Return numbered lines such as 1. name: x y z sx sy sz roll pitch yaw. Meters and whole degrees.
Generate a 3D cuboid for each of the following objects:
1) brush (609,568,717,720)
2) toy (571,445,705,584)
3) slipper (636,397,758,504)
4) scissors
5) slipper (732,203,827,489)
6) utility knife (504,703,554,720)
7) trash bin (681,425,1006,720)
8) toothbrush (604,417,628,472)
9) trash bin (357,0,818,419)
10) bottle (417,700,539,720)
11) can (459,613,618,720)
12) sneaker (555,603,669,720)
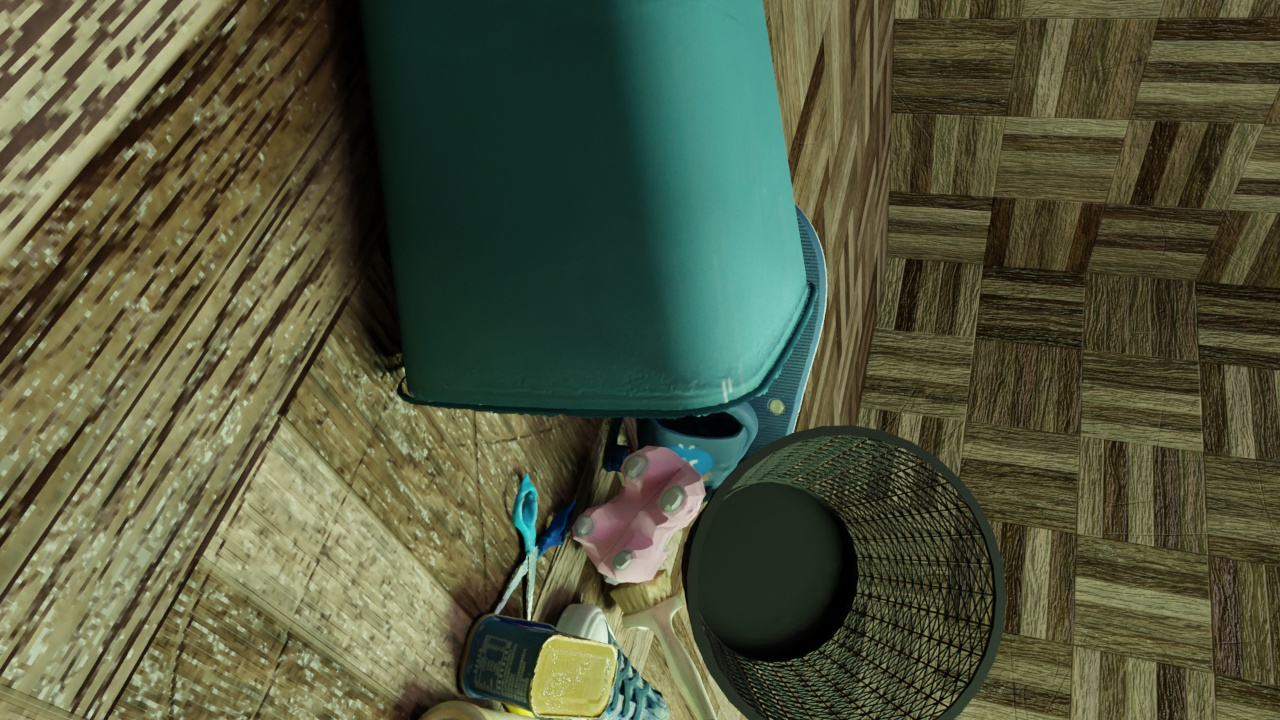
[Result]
1. brush: 0.033 0.248 0.736 0.077 0.062 0.272 59 -5 -23
2. toy: 0.001 0.132 0.744 0.123 0.067 0.157 -50 163 -2
3. slipper: 0.044 0.084 0.799 0.214 0.104 0.059 96 0 -57
4. scissors: -0.073 0.134 0.653 0.133 0.014 0.127 -35 131 -66
5. slipper: 0.110 -0.016 0.856 0.060 0.118 0.295 -39 136 -63
6. utility knife: -0.072 0.295 0.712 0.203 0.020 0.028 79 28 -45
7. trash bin: 0.128 0.172 0.731 0.243 0.217 0.216 116 -15 -79
8. toothbrush: -0.005 0.005 0.799 0.016 0.017 0.189 50 50 -72
9. trash bin: -0.024 -0.111 0.453 0.198 0.197 0.219 -51 137 -59
10. bottle: -0.089 0.252 0.583 0.162 0.056 0.056 59 42 -62
11. can: -0.063 0.202 0.602 0.099 0.059 0.054 34 64 -54
12. sneaker: -0.017 0.278 0.767 0.236 0.079 0.087 75 29 -48
